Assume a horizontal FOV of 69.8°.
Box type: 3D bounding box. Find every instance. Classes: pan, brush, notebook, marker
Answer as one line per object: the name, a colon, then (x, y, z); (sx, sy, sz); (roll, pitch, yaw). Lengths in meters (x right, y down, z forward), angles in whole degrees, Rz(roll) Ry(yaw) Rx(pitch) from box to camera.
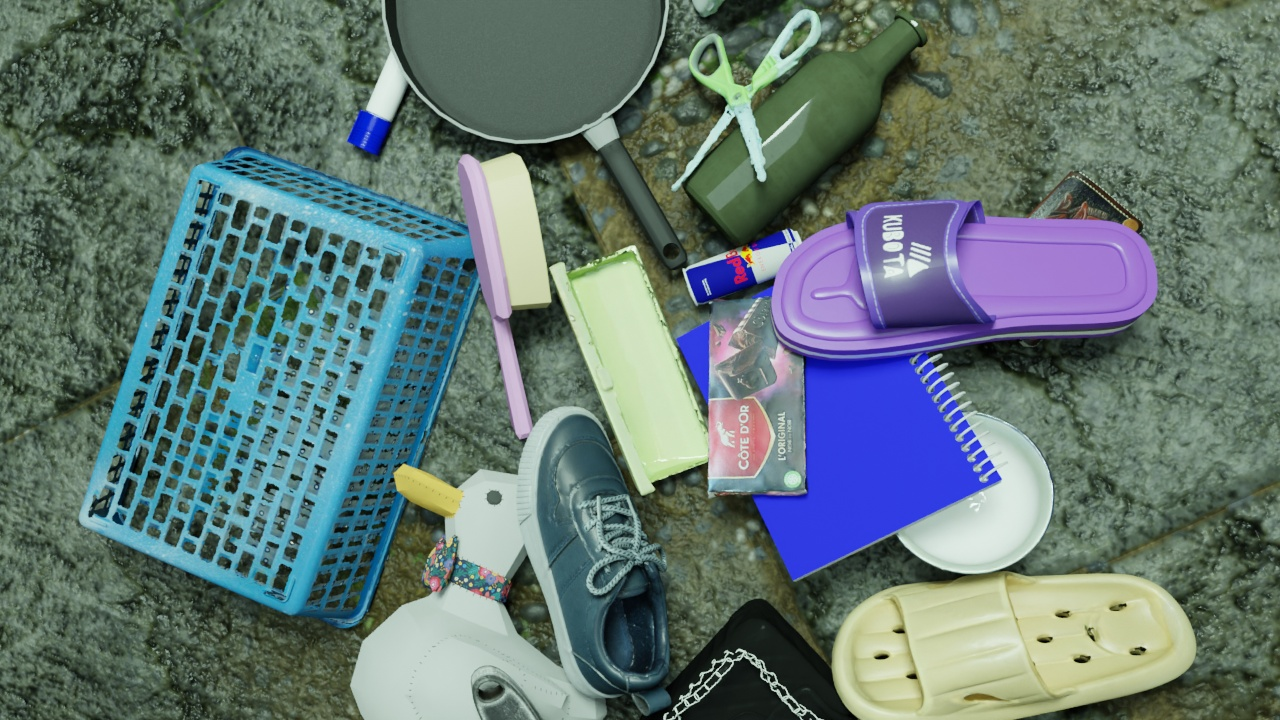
pan: (-0.036, 0.365, 0.676); (0.187, 0.055, 0.357); (-26, 115, -4)
brush: (-0.098, -0.048, 0.721); (0.043, 0.089, 0.229); (-14, 111, -14)
notebook: (0.145, 0.032, 0.690); (0.172, 0.022, 0.209); (-29, 67, 9)
pan: (-0.058, -0.228, 0.734); (0.225, 0.034, 0.356); (-30, 92, 2)
marker: (-0.206, -0.239, 0.769); (0.027, 0.023, 0.133); (27, 95, 25)

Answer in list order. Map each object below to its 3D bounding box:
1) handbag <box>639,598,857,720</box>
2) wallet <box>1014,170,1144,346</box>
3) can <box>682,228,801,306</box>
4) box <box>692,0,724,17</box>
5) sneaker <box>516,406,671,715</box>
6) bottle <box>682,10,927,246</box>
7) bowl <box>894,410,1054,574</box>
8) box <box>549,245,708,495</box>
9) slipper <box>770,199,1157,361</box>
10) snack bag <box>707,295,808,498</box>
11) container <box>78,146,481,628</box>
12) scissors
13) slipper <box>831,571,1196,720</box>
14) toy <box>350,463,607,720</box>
handbag: (0.082, 0.280, 0.692); (0.125, 0.114, 0.154); (41, 92, 3)
wallet: (0.312, -0.077, 0.699); (0.072, 0.019, 0.123); (42, 96, 5)
can: (0.082, -0.074, 0.725); (0.095, 0.032, 0.032); (-20, 88, 8)
box: (0.064, -0.381, 0.691); (0.083, 0.123, 0.215); (-17, 93, -15)
sneaker: (-0.028, 0.145, 0.696); (0.088, 0.089, 0.235); (-24, 77, 52)
bottle: (0.128, -0.180, 0.698); (0.207, 0.071, 0.071); (-42, 85, 7)
bowl: (0.240, 0.101, 0.683); (0.118, 0.062, 0.118); (-5, 72, 16)
box: (-0.001, 0.004, 0.723); (0.083, 0.091, 0.188); (-22, 91, -9)
slipper: (0.226, -0.067, 0.641); (0.266, 0.084, 0.107); (-2, 69, 6)
snack bag: (0.088, 0.025, 0.692); (0.075, 0.018, 0.155); (-4, 75, 19)
container: (-0.303, 0.022, 0.754); (0.257, 0.089, 0.362); (20, 93, 7)
scissors: (0.079, -0.199, 0.684); (0.160, 0.025, 0.171); (-24, 55, 15)
slipper: (0.269, 0.194, 0.663); (0.261, 0.079, 0.111); (-8, 46, 2)
toy: (-0.133, 0.225, 0.716); (0.246, 0.141, 0.267); (34, 71, -11)
